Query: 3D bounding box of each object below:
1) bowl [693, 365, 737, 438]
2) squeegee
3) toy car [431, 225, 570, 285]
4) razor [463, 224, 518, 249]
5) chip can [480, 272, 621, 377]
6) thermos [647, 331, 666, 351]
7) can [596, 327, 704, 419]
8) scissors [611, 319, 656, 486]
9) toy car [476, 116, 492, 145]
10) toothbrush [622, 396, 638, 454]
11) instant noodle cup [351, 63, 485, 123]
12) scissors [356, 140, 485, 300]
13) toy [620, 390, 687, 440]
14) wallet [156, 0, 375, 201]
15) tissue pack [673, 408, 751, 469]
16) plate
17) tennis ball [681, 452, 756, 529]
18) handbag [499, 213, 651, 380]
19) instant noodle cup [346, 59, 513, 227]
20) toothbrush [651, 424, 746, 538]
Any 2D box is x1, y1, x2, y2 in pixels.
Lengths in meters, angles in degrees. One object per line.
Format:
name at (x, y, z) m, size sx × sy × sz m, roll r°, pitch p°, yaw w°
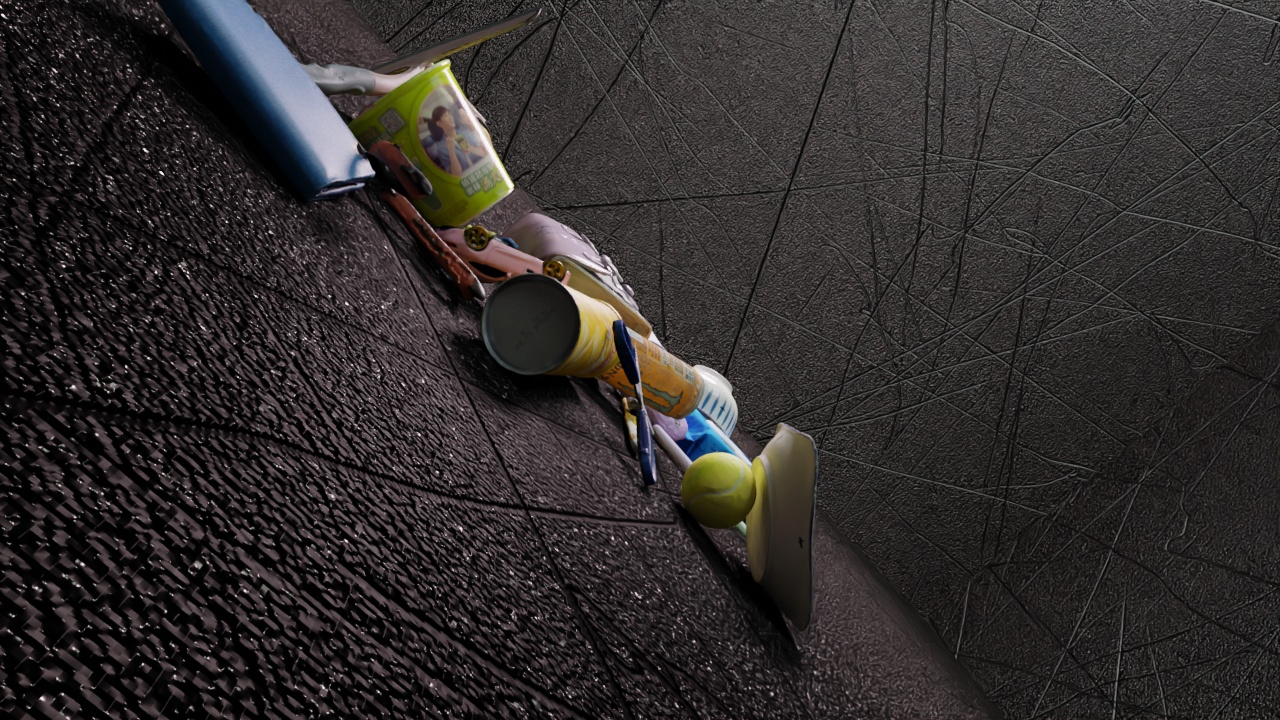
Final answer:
bowl at (0.076, 0.049, 1.174) m, size 0.116 × 0.066 × 0.117 m, roll 30°, pitch -19°, yaw 11°
squeegee at (-0.236, -0.247, 0.789) m, size 0.248 × 0.248 × 0.040 m, roll -48°, pitch 124°, yaw -62°
toy car at (-0.114, -0.077, 0.734) m, size 0.122 × 0.037 × 0.056 m, roll 20°, pitch -7°, yaw -33°
razor at (-0.185, -0.144, 0.919) m, size 0.043 × 0.022 × 0.142 m, roll 5°, pitch -24°, yaw 42°
chip can at (-0.061, -0.022, 0.715) m, size 0.072 × 0.072 × 0.213 m, roll 48°, pitch 5°, yaw 6°
thermos at (-0.006, -0.017, 1.224) m, size 0.073 × 0.073 × 0.224 m, roll 46°, pitch 4°, yaw -14°
can at (-0.005, 0.005, 0.916) m, size 0.146 × 0.058 × 0.058 m, roll 31°, pitch 13°, yaw -31°
scissors at (-0.001, 0.034, 0.770) m, size 0.173 × 0.012 × 0.162 m, roll 72°, pitch 7°, yaw -58°
toy car at (-0.173, -0.190, 0.933) m, size 0.041 × 0.071 × 0.156 m, roll 40°, pitch -12°, yaw 9°
toothbrush at (-0.005, 0.059, 0.878) m, size 0.016 × 0.018 × 0.191 m, roll 64°, pitch 1°, yaw -11°
instant noodle cup at (-0.221, -0.242, 0.938) m, size 0.111 × 0.099 × 0.111 m, roll 46°, pitch 6°, yaw -6°
scissors at (-0.181, -0.127, 0.653) m, size 0.227 × 0.015 × 0.189 m, roll 26°, pitch -29°, yaw 58°
toy at (0.012, 0.047, 1.023) m, size 0.108 × 0.039 × 0.083 m, roll 47°, pitch 10°, yaw -2°
wallet at (-0.219, -0.156, 0.547) m, size 0.133 × 0.040 × 0.106 m, roll 56°, pitch 4°, yaw -13°
tissue pack at (0.094, 0.119, 1.096) m, size 0.157 × 0.052 × 0.095 m, roll 46°, pitch 5°, yaw -26°
plate at (0.118, 0.139, 0.803) m, size 0.164 × 0.034 × 0.163 m, roll -151°, pitch -117°, yaw -87°
tennis ball at (0.068, 0.112, 0.795) m, size 0.065 × 0.065 × 0.065 m, roll 47°, pitch 4°, yaw -5°
handbag at (-0.076, -0.083, 1.006) m, size 0.145 × 0.098 × 0.197 m, roll 39°, pitch 7°, yaw -25°
instant noodle cup at (-0.177, -0.178, 0.802) m, size 0.123 × 0.112 × 0.111 m, roll 56°, pitch 2°, yaw -16°
toothbrush at (0.077, 0.139, 0.971) m, size 0.189 × 0.029 × 0.021 m, roll 47°, pitch 42°, yaw 8°
